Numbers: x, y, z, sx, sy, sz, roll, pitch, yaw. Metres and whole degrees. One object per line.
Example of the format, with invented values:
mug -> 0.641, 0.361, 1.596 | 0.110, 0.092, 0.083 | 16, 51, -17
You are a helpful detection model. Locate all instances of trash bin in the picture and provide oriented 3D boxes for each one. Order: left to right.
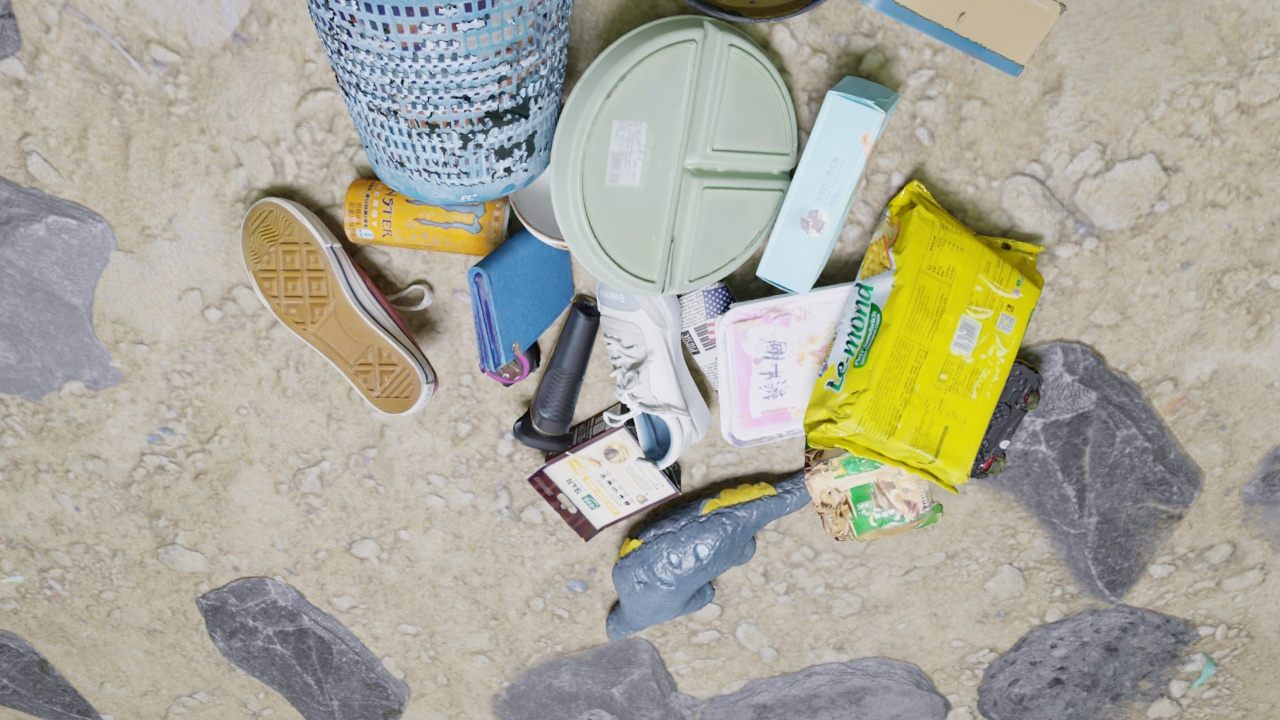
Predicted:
trash bin -> -0.142, -0.234, 0.677 | 0.226, 0.226, 0.195 | 4, 136, 1

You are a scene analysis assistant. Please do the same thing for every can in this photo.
can -> -0.188, -0.127, 0.825 | 0.146, 0.058, 0.058 | 6, 124, 0

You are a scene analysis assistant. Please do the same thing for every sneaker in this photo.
sneaker -> -0.275, -0.052, 0.868 | 0.118, 0.087, 0.241 | -41, 91, 13
sneaker -> -0.005, 0.005, 0.866 | 0.090, 0.090, 0.242 | 16, 139, 40

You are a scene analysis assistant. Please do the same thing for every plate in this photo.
plate -> 0.036, -0.157, 0.743 | 0.229, 0.027, 0.230 | -13, 119, -25

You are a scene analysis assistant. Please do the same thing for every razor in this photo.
razor -> -0.078, 0.014, 0.917 | 0.062, 0.067, 0.168 | 14, 114, -17

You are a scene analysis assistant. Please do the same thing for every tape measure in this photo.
tape measure -> -0.131, -0.005, 0.914 | 0.057, 0.039, 0.058 | -29, 117, 21

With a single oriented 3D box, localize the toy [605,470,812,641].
toy -> 0.046, 0.227, 1.035 | 0.137, 0.091, 0.357 | 16, 129, -40

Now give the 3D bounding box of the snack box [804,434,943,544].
snack box -> 0.225, 0.101, 0.922 | 0.118, 0.105, 0.118 | -18, 122, 13

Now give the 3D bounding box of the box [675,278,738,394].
box -> 0.085, -0.015, 0.896 | 0.072, 0.060, 0.164 | -33, 118, -2

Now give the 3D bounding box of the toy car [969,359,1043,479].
toy car -> 0.347, 0.059, 0.923 | 0.071, 0.041, 0.156 | 12, 125, -4

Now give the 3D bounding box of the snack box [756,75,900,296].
snack box -> 0.157, -0.146, 0.774 | 0.051, 0.074, 0.175 | 25, 123, 11

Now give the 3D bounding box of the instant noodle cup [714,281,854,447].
instant noodle cup -> 0.144, -0.003, 0.851 | 0.173, 0.060, 0.138 | -11, 110, -14

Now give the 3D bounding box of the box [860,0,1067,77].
box -> 0.212, -0.270, 0.657 | 0.184, 0.089, 0.062 | 10, 126, -28

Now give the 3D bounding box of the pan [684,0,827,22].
pan -> 0.019, -0.378, 0.633 | 0.357, 0.078, 0.198 | 28, 120, -14

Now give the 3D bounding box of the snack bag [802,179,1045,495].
snack bag -> 0.254, -0.014, 0.801 | 0.158, 0.068, 0.246 | 23, 87, -16

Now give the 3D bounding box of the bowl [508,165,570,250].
bowl -> -0.055, -0.143, 0.792 | 0.113, 0.113, 0.062 | 5, 166, 0

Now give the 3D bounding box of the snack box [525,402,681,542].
snack box -> -0.038, 0.121, 0.983 | 0.126, 0.053, 0.113 | -27, 118, 21

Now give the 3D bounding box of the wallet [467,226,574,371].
wallet -> -0.105, -0.065, 0.820 | 0.040, 0.132, 0.106 | 13, 127, 23
